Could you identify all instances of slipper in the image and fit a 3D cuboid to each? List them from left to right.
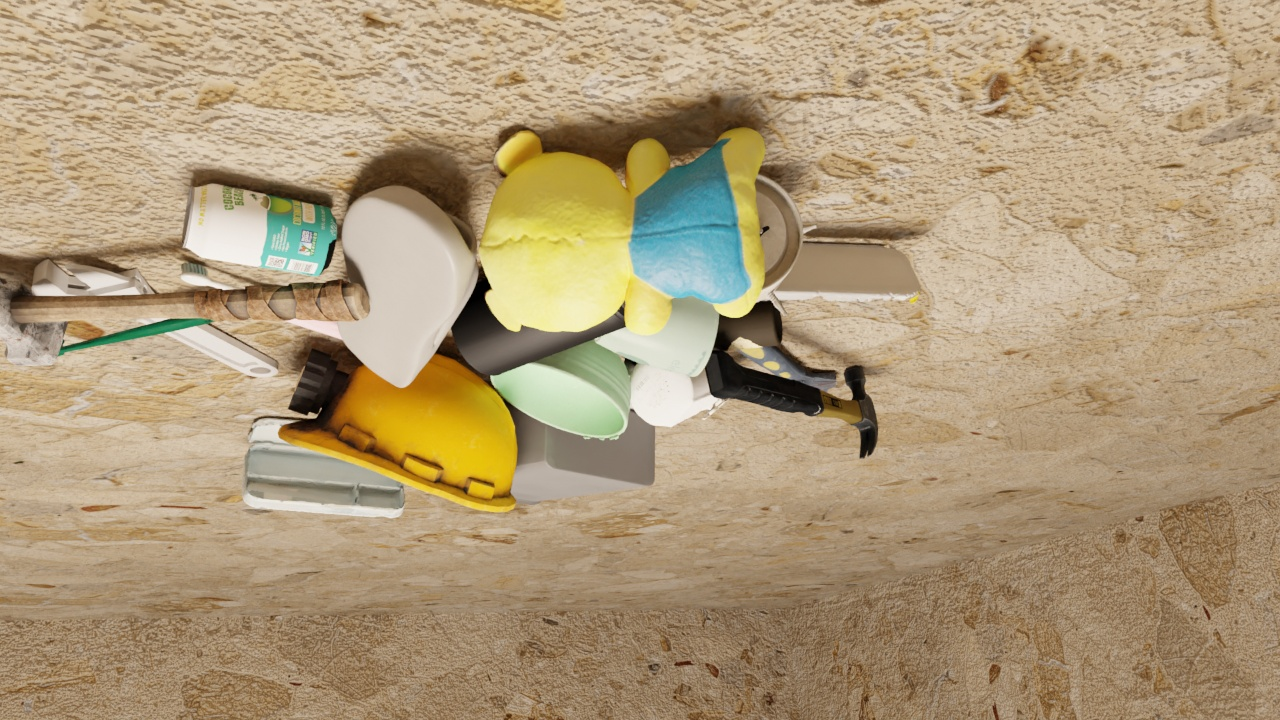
[{"bbox_3d":[-0.186,-0.067,0.765,0.113,0.080,0.267,41,146,3],"label":"slipper"}]

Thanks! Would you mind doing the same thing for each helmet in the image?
[{"bbox_3d":[-0.231,0.056,0.968,0.255,0.131,0.205,22,177,-19],"label":"helmet"}]

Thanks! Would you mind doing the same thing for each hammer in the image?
[{"bbox_3d":[-0.379,-0.044,0.731,0.319,0.048,0.122,-1,152,0],"label":"hammer"},{"bbox_3d":[0.179,0.043,1.020,0.025,0.117,0.332,-25,156,35],"label":"hammer"}]

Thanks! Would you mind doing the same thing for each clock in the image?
[{"bbox_3d":[0.054,-0.099,0.733,0.157,0.103,0.061,19,166,7],"label":"clock"}]

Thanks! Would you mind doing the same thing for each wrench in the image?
[{"bbox_3d":[-0.443,-0.030,0.865,0.087,0.018,0.273,-10,158,11],"label":"wrench"},{"bbox_3d":[0.167,0.005,1.088,0.073,0.022,0.273,-17,155,25],"label":"wrench"}]

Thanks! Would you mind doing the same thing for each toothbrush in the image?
[{"bbox_3d":[-0.462,-0.026,0.823,0.190,0.017,0.016,-10,160,12],"label":"toothbrush"},{"bbox_3d":[-0.314,-0.046,0.843,0.027,0.026,0.222,-33,147,25],"label":"toothbrush"}]

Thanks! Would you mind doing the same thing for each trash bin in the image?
[{"bbox_3d":[-0.123,0.115,1.145,0.220,0.097,0.191,-14,158,41],"label":"trash bin"}]

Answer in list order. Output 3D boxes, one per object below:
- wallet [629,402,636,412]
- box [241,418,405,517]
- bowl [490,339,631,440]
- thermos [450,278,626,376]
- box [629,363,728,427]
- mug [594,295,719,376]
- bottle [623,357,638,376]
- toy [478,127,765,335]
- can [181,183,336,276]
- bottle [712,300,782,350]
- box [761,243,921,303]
[{"bbox_3d":[0.019,0.046,1.135,0.118,0.037,0.116,14,156,-41],"label":"wallet"},{"bbox_3d":[-0.391,0.119,1.177,0.214,0.106,0.127,10,130,-32],"label":"box"},{"bbox_3d":[-0.072,0.013,0.952,0.151,0.076,0.151,18,155,9],"label":"bowl"},{"bbox_3d":[-0.064,-0.055,0.802,0.199,0.086,0.086,-19,154,30],"label":"thermos"},{"bbox_3d":[0.056,0.027,1.022,0.084,0.092,0.165,-54,165,25],"label":"box"},{"bbox_3d":[0.007,-0.036,0.887,0.104,0.084,0.111,13,179,-15],"label":"mug"},{"bbox_3d":[-0.006,0.006,1.022,0.025,0.025,0.106,-5,168,-1],"label":"bottle"},{"bbox_3d":[-0.016,-0.092,0.657,0.214,0.149,0.084,-2,-178,6],"label":"toy"},{"bbox_3d":[-0.284,-0.097,0.687,0.101,0.054,0.055,8,154,-30],"label":"can"},{"bbox_3d":[0.052,-0.029,0.951,0.185,0.045,0.045,-6,159,20],"label":"bottle"},{"bbox_3d":[0.139,-0.081,0.831,0.209,0.057,0.117,1,-167,-14],"label":"box"}]
